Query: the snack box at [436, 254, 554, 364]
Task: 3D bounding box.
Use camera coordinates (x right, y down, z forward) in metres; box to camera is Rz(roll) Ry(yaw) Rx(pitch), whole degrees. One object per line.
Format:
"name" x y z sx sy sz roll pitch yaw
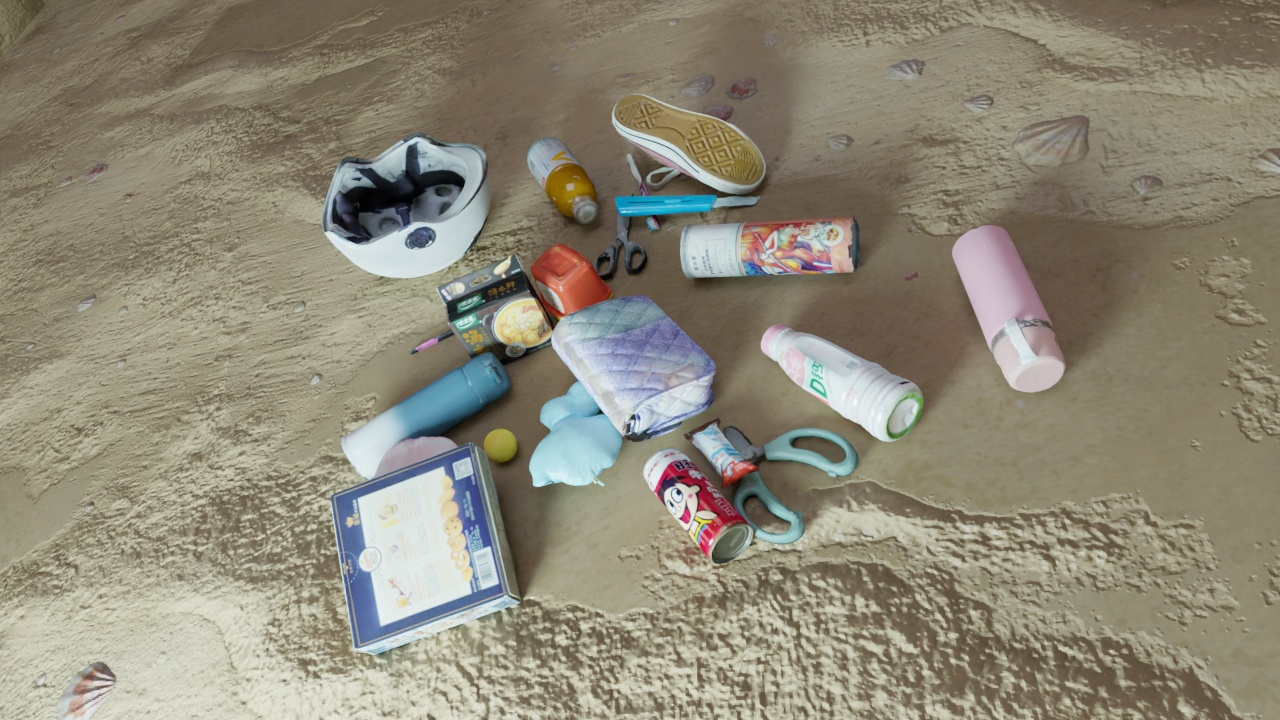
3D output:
"snack box" -0.184 -0.058 1.186 0.113 0.126 0.053 -23 47 3

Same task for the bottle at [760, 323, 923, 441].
"bottle" 0.211 0.015 1.000 0.068 0.068 0.197 -41 45 -13

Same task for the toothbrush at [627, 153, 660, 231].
"toothbrush" 0.001 -0.248 1.345 0.017 0.016 0.187 -29 46 12

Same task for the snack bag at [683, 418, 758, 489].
"snack bag" 0.086 0.100 0.989 0.048 0.026 0.104 -28 42 -4

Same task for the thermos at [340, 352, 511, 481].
"thermos" -0.267 0.067 1.162 0.220 0.070 0.070 -32 47 -6

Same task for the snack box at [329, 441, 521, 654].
"snack box" -0.239 0.205 1.010 0.182 0.046 0.177 -21 65 6

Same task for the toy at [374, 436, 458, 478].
"toy" -0.261 0.164 1.084 0.121 0.054 0.159 -13 60 13

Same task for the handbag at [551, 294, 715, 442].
"handbag" -0.006 0.006 1.084 0.134 0.076 0.194 -19 42 -22

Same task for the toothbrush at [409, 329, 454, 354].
"toothbrush" -0.237 -0.050 1.281 0.189 0.014 0.017 -27 59 1

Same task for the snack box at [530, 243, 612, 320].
"snack box" -0.097 -0.102 1.218 0.082 0.080 0.091 -44 49 -15

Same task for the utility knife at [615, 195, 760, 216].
"utility knife" 0.064 -0.219 1.280 0.205 0.018 0.034 -1 49 10

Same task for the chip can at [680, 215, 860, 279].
"chip can" 0.162 -0.140 1.147 0.215 0.071 0.071 0 52 22

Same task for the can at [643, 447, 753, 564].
"can" 0.058 0.149 0.959 0.053 0.053 0.132 -36 48 -9

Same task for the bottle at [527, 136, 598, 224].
"bottle" -0.113 -0.267 1.372 0.068 0.068 0.189 -30 47 -3

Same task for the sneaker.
"sneaker" 0.069 -0.299 1.312 0.241 0.088 0.118 28 78 14

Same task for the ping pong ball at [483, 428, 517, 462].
"ping pong ball" -0.168 0.102 1.104 0.040 0.040 0.040 -12 48 14

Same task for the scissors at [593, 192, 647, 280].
"scissors" -0.033 -0.176 1.299 0.150 0.014 0.170 -38 47 -11

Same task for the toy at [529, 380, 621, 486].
"toy" -0.071 0.088 1.069 0.161 0.050 0.156 -31 42 -21

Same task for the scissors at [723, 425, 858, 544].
"scissors" 0.153 0.109 0.978 0.176 0.019 0.174 -31 44 -2

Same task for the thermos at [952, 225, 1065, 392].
"thermos" 0.387 -0.061 0.975 0.067 0.087 0.198 -26 43 25

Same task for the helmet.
"helmet" -0.333 -0.212 1.368 0.258 0.146 0.228 -15 49 -1
